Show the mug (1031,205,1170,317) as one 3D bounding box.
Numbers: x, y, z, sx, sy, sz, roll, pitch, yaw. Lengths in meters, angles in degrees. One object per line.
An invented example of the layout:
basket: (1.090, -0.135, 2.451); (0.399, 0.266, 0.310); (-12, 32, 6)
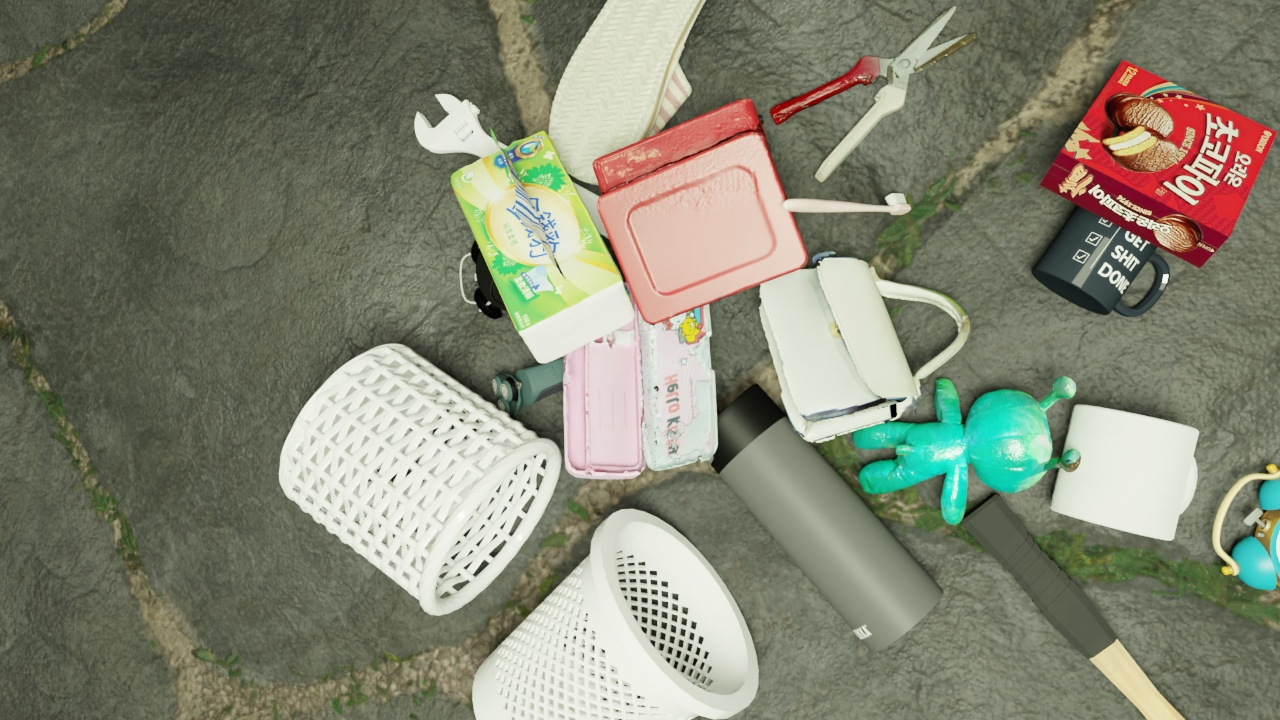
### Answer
mug: (0.397, -0.081, 0.774); (0.105, 0.071, 0.077); (32, 96, -11)

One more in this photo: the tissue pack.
tissue pack: (-0.096, -0.119, 0.819); (0.120, 0.141, 0.197); (-32, 65, -4)

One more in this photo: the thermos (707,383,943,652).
thermos: (0.153, 0.136, 0.818); (0.082, 0.082, 0.240); (-43, 77, 9)

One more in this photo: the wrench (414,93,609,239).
wrench: (-0.123, -0.199, 0.953); (0.273, 0.018, 0.066); (32, 96, 14)

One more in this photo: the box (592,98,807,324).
box: (0.056, -0.127, 0.823); (0.157, 0.156, 0.170); (-20, 81, 15)

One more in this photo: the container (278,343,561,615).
container: (-0.205, 0.109, 0.869); (0.187, 0.189, 0.189); (32, 96, 17)

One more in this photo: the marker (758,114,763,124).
marker: (0.047, -0.211, 0.885); (0.152, 0.011, 0.011); (-18, 81, -3)

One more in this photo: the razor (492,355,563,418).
razor: (-0.080, 0.014, 0.916); (0.143, 0.052, 0.047); (-21, 80, 4)

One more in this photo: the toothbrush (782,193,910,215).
toothbrush: (0.179, -0.135, 0.789); (0.016, 0.180, 0.018); (-33, 72, 45)

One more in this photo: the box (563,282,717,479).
box: (-0.002, 0.011, 0.856); (0.154, 0.067, 0.201); (-6, 64, 9)

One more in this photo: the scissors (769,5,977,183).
scissors: (0.212, -0.250, 0.860); (0.185, 0.015, 0.179); (12, 89, 16)

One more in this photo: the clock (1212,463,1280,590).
clock: (0.528, 0.144, 0.732); (0.130, 0.043, 0.099); (23, 93, 9)

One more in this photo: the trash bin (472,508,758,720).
trash bin: (-0.035, 0.271, 0.822); (0.200, 0.195, 0.195); (-41, 77, 20)

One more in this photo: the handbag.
handbag: (0.203, -0.023, 0.804); (0.176, 0.074, 0.151); (-13, 66, 0)

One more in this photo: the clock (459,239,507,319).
clock: (-0.130, -0.091, 0.934); (0.121, 0.042, 0.091); (-7, 85, 16)

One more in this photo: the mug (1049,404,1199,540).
mug: (0.407, 0.093, 0.751); (0.121, 0.091, 0.090); (13, 90, -16)

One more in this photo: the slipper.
slipper: (0.000, -0.296, 0.905); (0.115, 0.052, 0.263); (29, 99, 14)

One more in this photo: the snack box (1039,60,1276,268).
snack box: (0.418, -0.163, 0.739); (0.133, 0.036, 0.151); (33, 58, 15)

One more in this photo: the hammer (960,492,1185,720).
hammer: (0.396, 0.252, 0.766); (0.131, 0.039, 0.328); (-42, 76, 11)

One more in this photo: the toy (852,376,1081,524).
toy: (0.275, 0.072, 0.785); (0.194, 0.072, 0.130); (-13, 72, 30)
